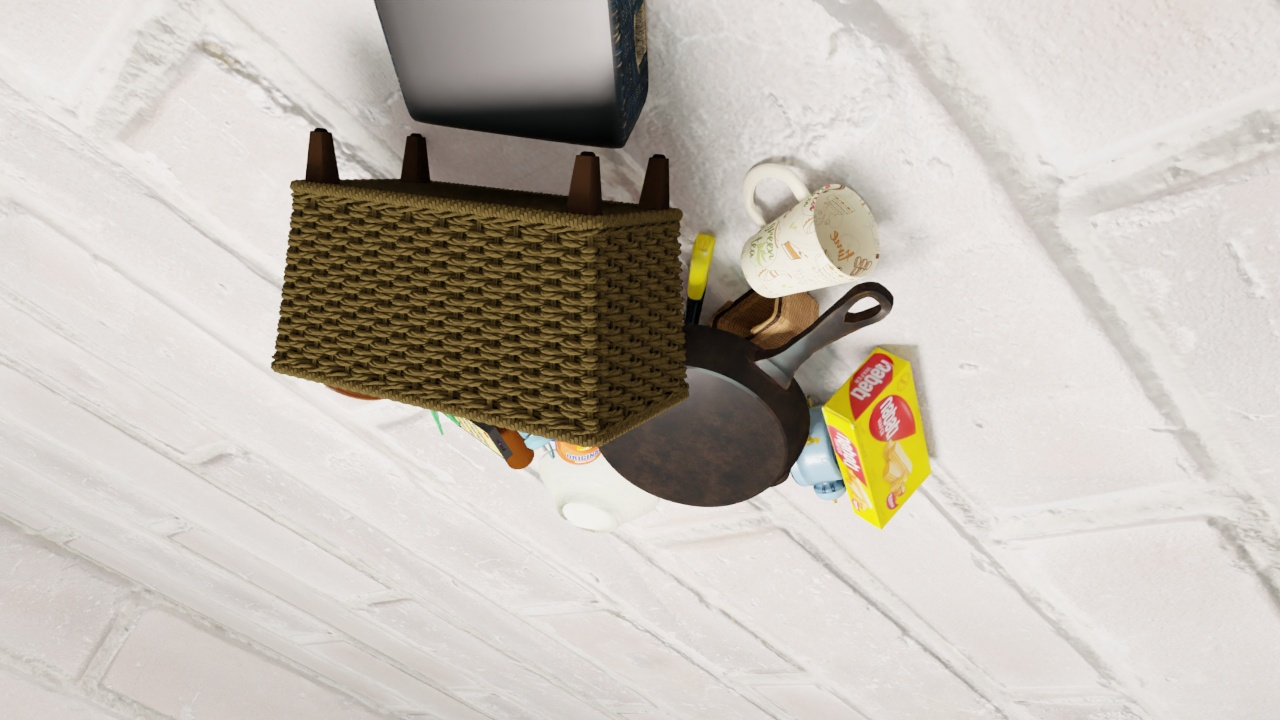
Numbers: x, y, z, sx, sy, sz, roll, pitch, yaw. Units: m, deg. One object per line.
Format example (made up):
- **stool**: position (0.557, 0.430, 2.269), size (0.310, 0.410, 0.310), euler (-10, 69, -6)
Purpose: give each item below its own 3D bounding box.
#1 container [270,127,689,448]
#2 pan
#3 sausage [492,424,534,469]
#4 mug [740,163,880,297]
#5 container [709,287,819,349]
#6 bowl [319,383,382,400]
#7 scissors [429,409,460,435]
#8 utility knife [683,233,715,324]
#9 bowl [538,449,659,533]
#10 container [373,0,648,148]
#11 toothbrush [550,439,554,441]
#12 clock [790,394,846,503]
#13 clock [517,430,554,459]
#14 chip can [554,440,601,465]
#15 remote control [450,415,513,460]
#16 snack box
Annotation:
- **container**: position (-0.129, -0.077, 0.764), size (0.321, 0.176, 0.205), euler (11, 105, 24)
- **pan**: position (0.090, 0.035, 0.864), size (0.248, 0.043, 0.357), euler (39, 131, -17)
- **sausage**: position (-0.182, 0.089, 1.205), size (0.040, 0.040, 0.156), euler (2, 141, 22)
- **mug**: position (0.128, -0.111, 0.778), size (0.097, 0.080, 0.122), euler (-20, 109, 51)
- **container**: position (0.120, -0.031, 0.888), size (0.061, 0.063, 0.114), euler (25, 145, -21)
- **bowl**: position (-0.347, -0.023, 1.102), size (0.147, 0.068, 0.147), euler (13, 144, 10)
- **scissors**: position (-0.281, 0.043, 1.176), size (0.120, 0.012, 0.129), euler (5, 121, 37)
- **utility knife**: position (0.054, -0.060, 0.904), size (0.020, 0.028, 0.171), euler (17, 145, 9)
- **bowl**: position (-0.066, 0.194, 1.276), size (0.177, 0.057, 0.177), euler (12, 144, 9)
- **container**: position (-0.094, -0.244, 0.688), size (0.187, 0.071, 0.145), euler (10, 144, 12)
- **toothbrush**: position (-0.141, 0.089, 1.173), size (0.186, 0.016, 0.011), euler (23, 118, -28)
- **clock**: position (0.197, 0.099, 1.002), size (0.052, 0.088, 0.124), euler (-12, 133, 27)
- **clock**: position (-0.138, 0.072, 1.122), size (0.042, 0.087, 0.123), euler (-29, 117, 0)
- **chip can**: position (-0.072, 0.044, 1.072), size (0.062, 0.062, 0.211), euler (14, 145, 7)
- **remote control**: position (-0.217, 0.080, 1.175), size (0.133, 0.013, 0.058), euler (28, 153, 42)
- **snack box**: position (0.248, 0.085, 0.950), size (0.042, 0.092, 0.201), euler (32, 159, 41)
